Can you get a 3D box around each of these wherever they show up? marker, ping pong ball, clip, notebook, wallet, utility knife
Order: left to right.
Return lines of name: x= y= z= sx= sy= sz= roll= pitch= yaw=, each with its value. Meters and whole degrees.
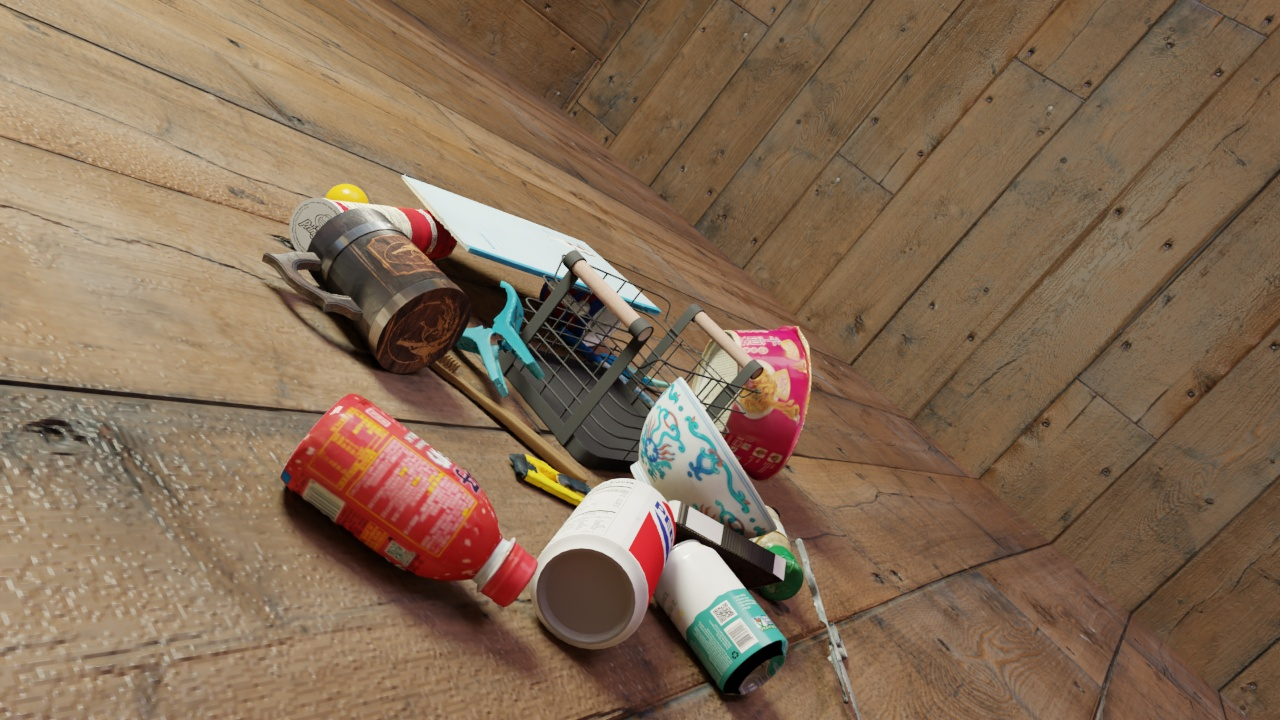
ping pong ball: x=-0.272 y=-0.143 z=0.851 sx=0.040 sy=0.040 sz=0.040 roll=36 pitch=14 yaw=-11
clip: x=-0.141 y=-0.013 z=0.779 sx=0.129 sy=0.121 sz=0.031 roll=-95 pitch=171 yaw=-46
notebook: x=-0.112 y=-0.121 z=0.975 sx=0.253 sy=0.009 sz=0.181 roll=15 pitch=22 yaw=-43
utility knife: x=-0.033 y=0.111 z=0.714 sx=0.164 sy=0.017 sz=0.030 roll=35 pitch=23 yaw=-29
marker: x=-0.037 y=0.009 z=1.034 sx=0.142 sy=0.013 sz=0.013 roll=39 pitch=14 yaw=0
wallet: x=0.047 y=0.145 z=0.704 sx=0.123 sy=0.072 sz=0.019 roll=32 pitch=54 yaw=-29

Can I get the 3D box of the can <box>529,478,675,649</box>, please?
can: x=-0.020 y=0.124 z=0.584 sx=0.070 sy=0.070 sz=0.132 roll=39 pitch=14 yaw=2

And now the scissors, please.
scissors: x=0.154 y=0.223 z=0.748 sx=0.141 sy=0.014 sz=0.161 roll=34 pitch=36 yaw=-74

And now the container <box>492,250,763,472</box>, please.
container: x=-0.005 y=0.005 z=0.875 sx=0.163 sy=0.130 sz=0.241 roll=47 pitch=16 yaw=29

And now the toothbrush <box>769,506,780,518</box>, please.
toothbrush: x=0.092 y=0.147 z=0.913 sx=0.167 sy=0.014 sz=0.014 roll=18 pitch=36 yaw=-48

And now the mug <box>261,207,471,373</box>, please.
mug: x=-0.203 y=-0.053 z=0.680 sx=0.107 sy=0.080 sz=0.115 roll=44 pitch=32 yaw=25

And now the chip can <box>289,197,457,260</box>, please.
chip can: x=-0.235 y=-0.117 z=0.840 sx=0.052 sy=0.052 sz=0.214 roll=40 pitch=14 yaw=6

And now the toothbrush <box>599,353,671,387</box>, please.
toothbrush: x=0.007 y=0.022 z=1.092 sx=0.135 sy=0.017 sz=0.022 roll=24 pitch=20 yaw=-23

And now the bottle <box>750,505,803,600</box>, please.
bottle: x=0.118 y=0.173 z=0.843 sx=0.043 sy=0.043 sz=0.111 roll=35 pitch=14 yaw=-14

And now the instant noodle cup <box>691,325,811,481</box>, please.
instant noodle cup: x=0.113 y=0.040 z=1.021 sx=0.077 sy=0.179 sz=0.178 roll=12 pitch=22 yaw=-16

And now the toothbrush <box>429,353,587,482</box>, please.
toothbrush: x=-0.107 y=0.044 z=0.731 sx=0.167 sy=0.016 sz=0.016 roll=40 pitch=12 yaw=1

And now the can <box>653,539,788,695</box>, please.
can: x=0.053 y=0.176 z=0.634 sx=0.055 sy=0.055 sz=0.101 roll=21 pitch=22 yaw=-51

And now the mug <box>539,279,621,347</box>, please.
mug: x=-0.073 y=-0.070 z=1.054 sx=0.076 sy=0.075 sz=0.111 roll=44 pitch=10 yaw=22

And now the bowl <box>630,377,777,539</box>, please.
bowl: x=0.040 y=0.093 z=0.740 sx=0.144 sy=0.074 sz=0.144 roll=58 pitch=0 yaw=0

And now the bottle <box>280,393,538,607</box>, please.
bottle: x=-0.118 y=0.080 z=0.491 sx=0.137 sy=0.062 sz=0.062 roll=39 pitch=14 yaw=-6
